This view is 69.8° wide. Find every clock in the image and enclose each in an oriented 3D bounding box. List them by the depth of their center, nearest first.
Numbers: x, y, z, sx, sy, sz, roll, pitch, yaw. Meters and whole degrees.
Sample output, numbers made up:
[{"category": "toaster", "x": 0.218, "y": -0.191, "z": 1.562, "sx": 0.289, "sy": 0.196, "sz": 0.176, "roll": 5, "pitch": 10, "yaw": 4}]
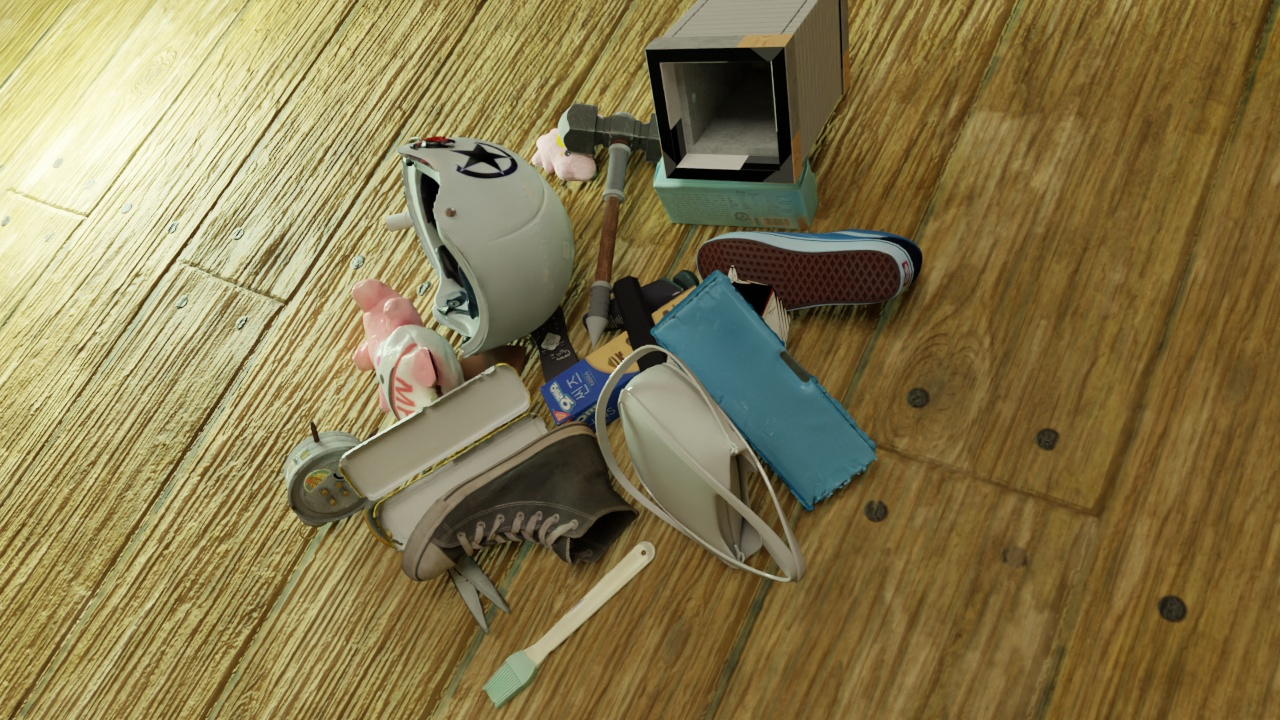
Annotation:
[{"category": "clock", "x": 0.089, "y": -0.008, "z": 0.919, "sx": 0.065, "sy": 0.114, "sz": 0.154, "roll": 23, "pitch": 85, "yaw": 54}, {"category": "clock", "x": -0.351, "y": 0.141, "z": 1.029, "sx": 0.056, "sy": 0.103, "sz": 0.148, "roll": 46, "pitch": 115, "yaw": 42}]

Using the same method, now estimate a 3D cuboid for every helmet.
[{"category": "helmet", "x": -0.170, "y": -0.145, "z": 1.041, "sx": 0.163, "sy": 0.237, "sz": 0.264, "roll": -19, "pitch": 40, "yaw": -20}]

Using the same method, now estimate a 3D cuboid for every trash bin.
[{"category": "trash bin", "x": 0.128, "y": -0.318, "z": 0.999, "sx": 0.143, "sy": 0.143, "sz": 0.246, "roll": 8, "pitch": 42, "yaw": 24}]

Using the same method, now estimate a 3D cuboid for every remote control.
[{"category": "remote control", "x": 0.000, "y": -0.031, "z": 0.958, "sx": 0.032, "sy": 0.015, "sz": 0.136, "roll": -24, "pitch": 60, "yaw": 8}, {"category": "remote control", "x": -0.099, "y": -0.013, "z": 1.058, "sx": 0.046, "sy": 0.009, "sz": 0.124, "roll": -26, "pitch": 58, "yaw": 7}]

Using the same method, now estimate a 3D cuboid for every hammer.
[{"category": "hammer", "x": -0.035, "y": -0.157, "z": 1.055, "sx": 0.156, "sy": 0.043, "sz": 0.321, "roll": 7, "pitch": 63, "yaw": -2}]

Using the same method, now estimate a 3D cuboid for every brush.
[{"category": "brush", "x": -0.068, "y": 0.257, "z": 0.906, "sx": 0.217, "sy": 0.012, "sz": 0.033, "roll": -42, "pitch": 57, "yaw": -6}]

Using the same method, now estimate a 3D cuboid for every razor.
[{"category": "razor", "x": 0.002, "y": -0.062, "z": 1.029, "sx": 0.143, "sy": 0.047, "sz": 0.052, "roll": -19, "pitch": 34, "yaw": 14}]

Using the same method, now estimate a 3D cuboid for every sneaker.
[{"category": "sneaker", "x": -0.122, "y": 0.171, "z": 0.918, "sx": 0.234, "sy": 0.095, "sz": 0.120, "roll": -29, "pitch": 57, "yaw": -12}, {"category": "sneaker", "x": 0.181, "y": -0.101, "z": 0.977, "sx": 0.242, "sy": 0.083, "sz": 0.098, "roll": 6, "pitch": 23, "yaw": 35}]

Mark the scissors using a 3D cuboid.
[{"category": "scissors", "x": -0.220, "y": 0.203, "z": 0.988, "sx": 0.162, "sy": 0.016, "sz": 0.225, "roll": -29, "pitch": 59, "yaw": 2}]

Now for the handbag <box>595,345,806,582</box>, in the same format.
[{"category": "handbag", "x": 0.062, "y": 0.111, "z": 0.814, "sx": 0.095, "sy": 0.216, "sz": 0.222, "roll": -32, "pitch": 51, "yaw": -17}]

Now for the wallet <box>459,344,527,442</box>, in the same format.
[{"category": "wallet", "x": -0.182, "y": 0.037, "z": 1.061, "sx": 0.087, "sy": 0.013, "sz": 0.120, "roll": 3, "pitch": 68, "yaw": 23}]

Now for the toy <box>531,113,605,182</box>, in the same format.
[{"category": "toy", "x": -0.090, "y": -0.269, "z": 1.163, "sx": 0.093, "sy": 0.050, "sz": 0.102, "roll": 5, "pitch": 65, "yaw": 14}]

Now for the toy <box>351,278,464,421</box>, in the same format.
[{"category": "toy", "x": -0.265, "y": 0.001, "z": 1.049, "sx": 0.084, "sy": 0.142, "sz": 0.213, "roll": -12, "pitch": 36, "yaw": -32}]

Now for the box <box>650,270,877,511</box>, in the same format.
[{"category": "box", "x": 0.117, "y": 0.029, "z": 0.852, "sx": 0.093, "sy": 0.048, "sz": 0.231, "roll": -41, "pitch": 98, "yaw": 1}]

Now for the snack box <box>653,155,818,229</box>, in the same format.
[{"category": "snack box", "x": 0.108, "y": -0.192, "z": 1.035, "sx": 0.175, "sy": 0.075, "sz": 0.053, "roll": 5, "pitch": 67, "yaw": 23}]

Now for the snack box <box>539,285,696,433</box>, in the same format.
[{"category": "snack box", "x": -0.006, "y": 0.006, "z": 0.985, "sx": 0.207, "sy": 0.057, "sz": 0.056, "roll": -33, "pitch": 56, "yaw": 2}]

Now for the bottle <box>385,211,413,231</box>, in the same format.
[{"category": "bottle", "x": -0.237, "y": -0.195, "z": 1.180, "sx": 0.195, "sy": 0.052, "sz": 0.052, "roll": -9, "pitch": 61, "yaw": 16}]

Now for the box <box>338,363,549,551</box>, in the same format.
[{"category": "box", "x": -0.199, "y": 0.102, "z": 0.973, "sx": 0.209, "sy": 0.130, "sz": 0.039, "roll": -31, "pitch": 13, "yaw": -6}]
